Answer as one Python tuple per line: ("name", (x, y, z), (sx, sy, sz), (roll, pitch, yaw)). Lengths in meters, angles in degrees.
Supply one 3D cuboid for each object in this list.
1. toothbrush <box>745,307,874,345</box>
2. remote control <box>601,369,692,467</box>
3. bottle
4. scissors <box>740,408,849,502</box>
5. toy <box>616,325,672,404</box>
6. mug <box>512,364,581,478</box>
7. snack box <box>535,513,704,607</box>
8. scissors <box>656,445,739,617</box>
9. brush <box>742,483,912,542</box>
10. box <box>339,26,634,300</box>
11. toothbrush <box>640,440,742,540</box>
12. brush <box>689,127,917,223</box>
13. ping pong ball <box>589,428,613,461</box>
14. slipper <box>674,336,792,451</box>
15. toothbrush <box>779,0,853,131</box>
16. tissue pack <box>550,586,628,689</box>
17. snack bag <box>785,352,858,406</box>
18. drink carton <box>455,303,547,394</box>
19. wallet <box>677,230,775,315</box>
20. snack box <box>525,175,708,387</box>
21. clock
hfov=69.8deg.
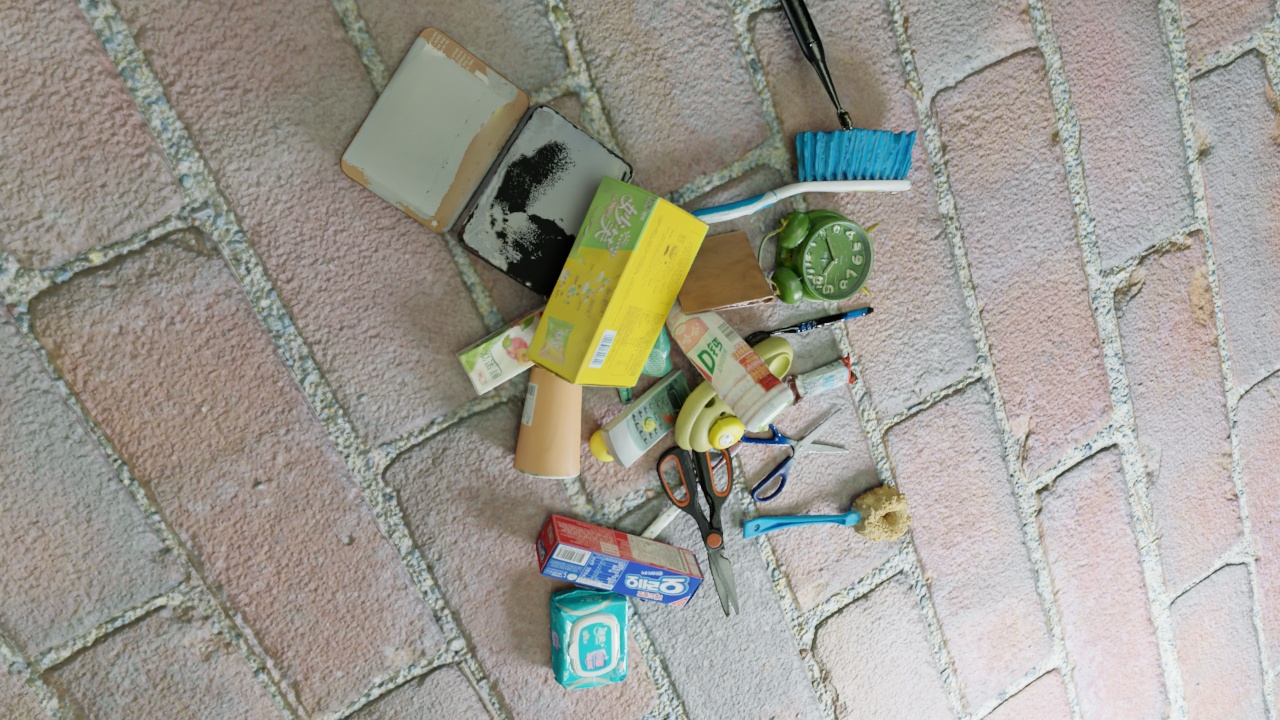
("toothbrush", (0.220, -0.045, 1.177), (0.189, 0.016, 0.014), (-13, 113, -17))
("remote control", (0.012, 0.069, 1.104), (0.134, 0.019, 0.056), (-39, 116, -29))
("bottle", (0.089, -0.008, 1.063), (0.068, 0.068, 0.197), (-40, 75, -7))
("scissors", (0.199, 0.119, 1.214), (0.174, 0.012, 0.162), (28, 92, -25))
("toy", (-0.007, 0.006, 1.096), (0.092, 0.030, 0.096), (-9, 116, 2))
("mug", (-0.103, 0.068, 1.059), (0.078, 0.078, 0.123), (3, 98, -21))
("snack box", (-0.025, 0.250, 1.135), (0.207, 0.058, 0.057), (19, 113, -23))
("scissors", (0.075, 0.215, 1.158), (0.148, 0.021, 0.235), (8, 92, 0))
("brush", (0.257, 0.217, 1.251), (0.254, 0.046, 0.083), (-3, 109, -15))
("box", (-0.160, -0.203, 0.967), (0.259, 0.082, 0.177), (33, 91, -20))
("toothbrush", (0.061, 0.168, 1.176), (0.187, 0.017, 0.016), (-45, 118, -1))
("brush", (0.190, -0.220, 1.093), (0.314, 0.060, 0.109), (-4, 99, -16))
("ping pong ball", (-0.041, 0.101, 1.105), (0.040, 0.040, 0.040), (-5, 106, -19))
("slipper", (0.127, 0.048, 1.117), (0.190, 0.081, 0.092), (-39, 146, -15))
("toothbrush", (0.196, -0.361, 1.050), (0.026, 0.027, 0.212), (-27, 98, -5))
("tissue pack", (-0.064, 0.345, 1.156), (0.093, 0.050, 0.133), (-6, 105, -18))
("snack bag", (0.236, 0.025, 1.195), (0.105, 0.026, 0.045), (-20, 119, -13))
("drink carton", (-0.143, -0.014, 1.034), (0.122, 0.045, 0.053), (-30, 103, -12))
("wallet", (0.088, -0.102, 1.076), (0.115, 0.101, 0.020), (-10, 150, -15))
("snack box", (-0.021, -0.078, 0.989), (0.210, 0.070, 0.157), (-66, 158, 8))
("clock", (0.216, -0.126, 1.131), (0.161, 0.056, 0.116), (-2, 104, -19))
